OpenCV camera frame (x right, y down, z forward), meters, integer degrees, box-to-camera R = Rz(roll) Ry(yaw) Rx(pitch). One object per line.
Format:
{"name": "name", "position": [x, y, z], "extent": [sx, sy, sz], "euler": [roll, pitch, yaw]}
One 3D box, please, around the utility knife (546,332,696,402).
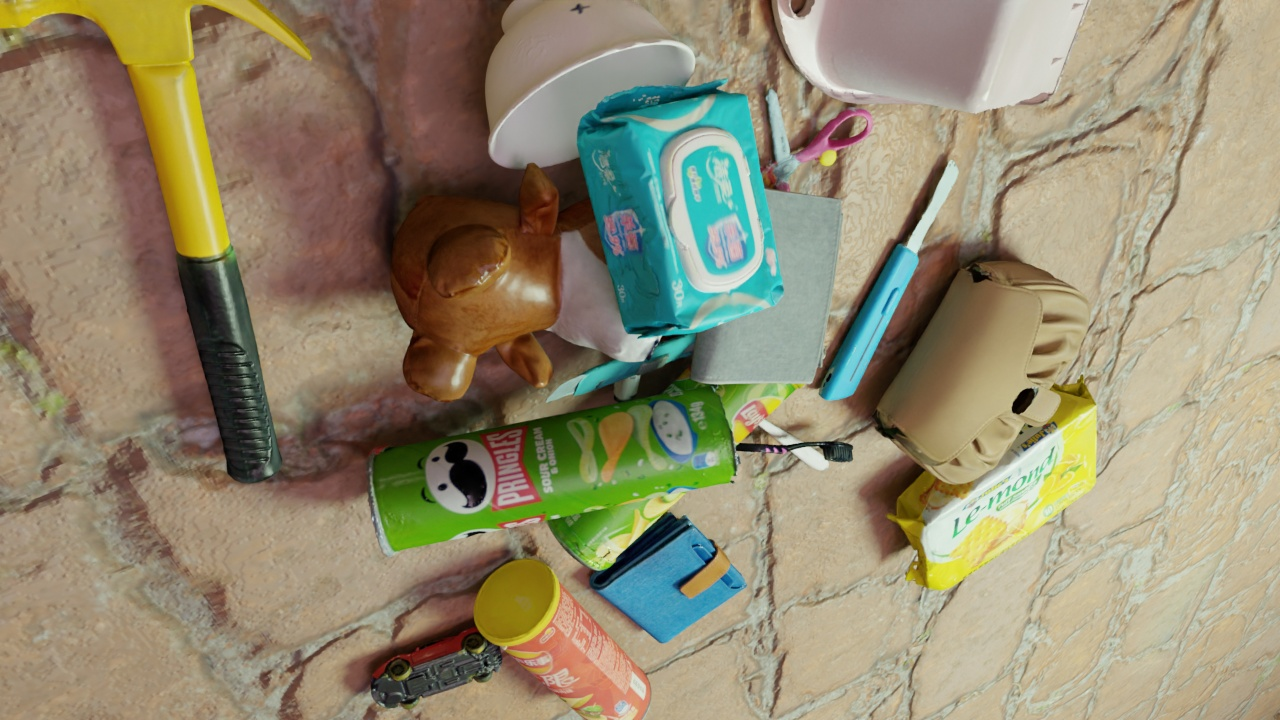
{"name": "utility knife", "position": [-0.004, 0.004, 0.624], "extent": [0.175, 0.013, 0.029], "euler": [-20, 150, -51]}

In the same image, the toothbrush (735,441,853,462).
{"name": "toothbrush", "position": [0.101, 0.076, 0.772], "extent": [0.189, 0.017, 0.014], "euler": [4, 155, -23]}

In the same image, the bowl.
{"name": "bowl", "position": [-0.038, -0.158, 0.483], "extent": [0.118, 0.064, 0.118], "euler": [-25, 174, -3]}

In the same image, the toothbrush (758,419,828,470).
{"name": "toothbrush", "position": [0.119, 0.065, 0.791], "extent": [0.016, 0.016, 0.180], "euler": [-37, 137, 19]}

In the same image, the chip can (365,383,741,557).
{"name": "chip can", "position": [-0.056, 0.070, 0.608], "extent": [0.236, 0.072, 0.072], "euler": [-11, 129, -5]}

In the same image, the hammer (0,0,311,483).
{"name": "hammer", "position": [-0.226, -0.057, 0.477], "extent": [0.128, 0.033, 0.301], "euler": [-12, 128, -22]}

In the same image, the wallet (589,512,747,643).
{"name": "wallet", "position": [0.029, 0.198, 0.823], "extent": [0.106, 0.040, 0.133], "euler": [-36, 135, 3]}

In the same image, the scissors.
{"name": "scissors", "position": [0.104, -0.130, 0.637], "extent": [0.133, 0.017, 0.134], "euler": [-23, 132, -10]}

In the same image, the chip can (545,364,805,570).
{"name": "chip can", "position": [0.023, 0.064, 0.692], "extent": [0.221, 0.072, 0.072], "euler": [-44, 134, 5]}

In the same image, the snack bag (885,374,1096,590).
{"name": "snack bag", "position": [0.369, 0.132, 0.959], "extent": [0.246, 0.068, 0.158], "euler": [-34, 135, -5]}

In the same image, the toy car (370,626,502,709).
{"name": "toy car", "position": [-0.165, 0.248, 0.743], "extent": [0.106, 0.031, 0.049], "euler": [-17, 129, -17]}

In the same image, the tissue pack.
{"name": "tissue pack", "position": [0.024, -0.083, 0.496], "extent": [0.093, 0.050, 0.133], "euler": [-25, 106, -36]}

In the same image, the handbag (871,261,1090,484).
{"name": "handbag", "position": [0.302, 0.013, 0.806], "extent": [0.147, 0.100, 0.205], "euler": [14, 111, -34]}

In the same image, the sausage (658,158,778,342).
{"name": "sausage", "position": [0.050, -0.071, 0.636], "extent": [0.020, 0.020, 0.156], "euler": [14, 119, -38]}

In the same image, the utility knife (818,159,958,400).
{"name": "utility knife", "position": [0.204, -0.061, 0.749], "extent": [0.034, 0.018, 0.219], "euler": [5, 118, -34]}

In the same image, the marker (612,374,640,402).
{"name": "marker", "position": [-0.002, -0.026, 0.648], "extent": [0.022, 0.018, 0.131], "euler": [1, 122, -22]}

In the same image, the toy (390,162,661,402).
{"name": "toy", "position": [-0.041, -0.047, 0.541], "extent": [0.199, 0.130, 0.140], "euler": [-14, 148, -35]}

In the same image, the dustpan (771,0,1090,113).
{"name": "dustpan", "position": [0.210, -0.276, 0.597], "extent": [0.272, 0.139, 0.223], "euler": [-32, 140, -47]}

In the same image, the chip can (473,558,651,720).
{"name": "chip can", "position": [-0.059, 0.249, 0.782], "extent": [0.073, 0.073, 0.217], "euler": [-35, 134, -4]}

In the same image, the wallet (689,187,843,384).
{"name": "wallet", "position": [0.087, -0.049, 0.617], "extent": [0.106, 0.037, 0.130], "euler": [1, 103, -31]}
